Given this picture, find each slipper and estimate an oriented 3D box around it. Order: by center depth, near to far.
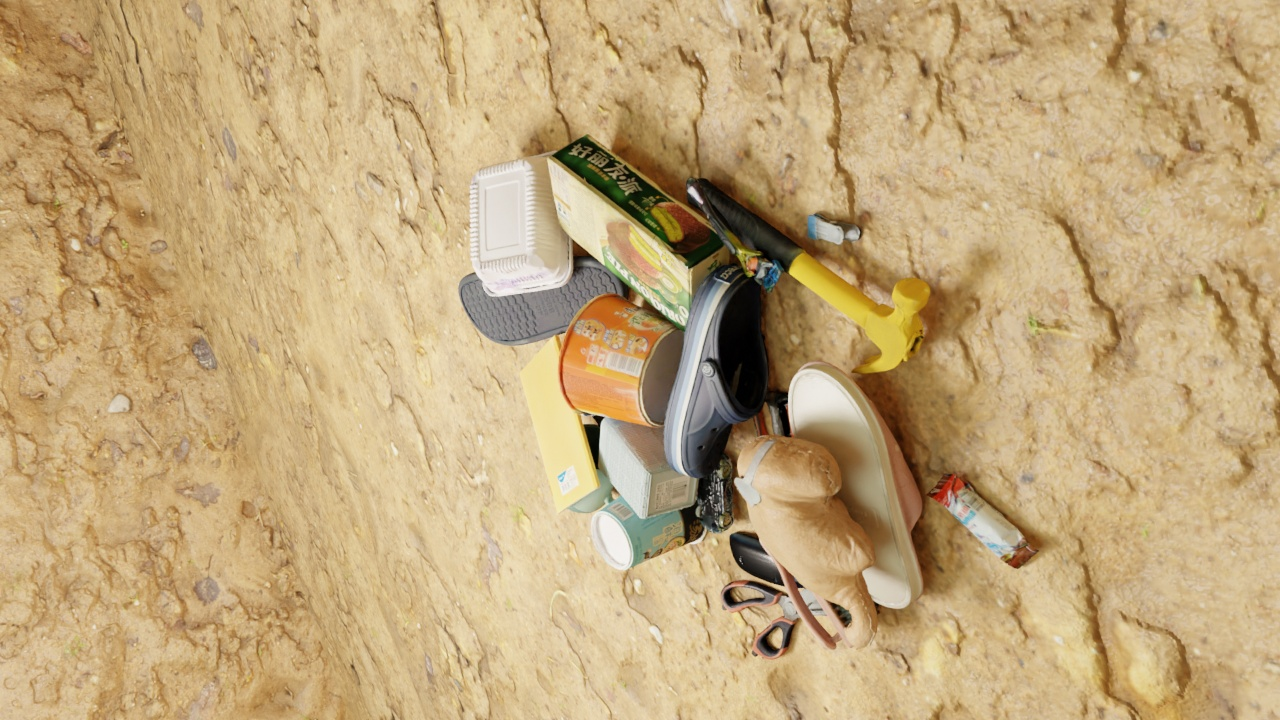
[{"bbox_3d":[0.223,0.122,0.914,0.114,0.054,0.274,-4,112,53],"label":"slipper"},{"bbox_3d":[0.095,0.019,0.982,0.095,0.104,0.253,29,126,32],"label":"slipper"},{"bbox_3d":[-0.119,-0.087,1.210,0.269,0.083,0.111,-6,111,33],"label":"slipper"}]

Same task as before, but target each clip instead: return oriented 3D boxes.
[{"bbox_3d":[0.182,-0.125,0.873,0.057,0.028,0.024,25,124,52],"label":"clip"}]

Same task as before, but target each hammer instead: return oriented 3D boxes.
[{"bbox_3d":[0.152,-0.095,0.892,0.301,0.032,0.129,43,152,33],"label":"hammer"}]

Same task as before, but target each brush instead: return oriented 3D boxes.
[{"bbox_3d":[0.190,0.237,0.989,0.073,0.063,0.145,-38,81,22],"label":"brush"}]

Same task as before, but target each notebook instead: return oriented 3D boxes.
[{"bbox_3d":[-0.110,0.087,1.211,0.146,0.010,0.206,-41,62,56],"label":"notebook"}]

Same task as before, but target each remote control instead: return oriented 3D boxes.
[{"bbox_3d":[0.145,0.237,1.081,0.137,0.024,0.053,5,115,56],"label":"remote control"}]

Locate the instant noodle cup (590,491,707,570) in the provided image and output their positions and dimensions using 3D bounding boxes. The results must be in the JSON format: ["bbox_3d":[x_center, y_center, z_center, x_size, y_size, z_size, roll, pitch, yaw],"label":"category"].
[{"bbox_3d":[0.005,0.207,1.164,0.111,0.120,0.111,26,127,41],"label":"instant noodle cup"}]

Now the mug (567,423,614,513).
[{"bbox_3d":[-0.062,0.159,1.258,0.112,0.082,0.107,32,132,14],"label":"mug"}]

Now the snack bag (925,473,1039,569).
[{"bbox_3d":[0.313,0.147,0.844,0.104,0.026,0.048,47,150,24],"label":"snack bag"}]

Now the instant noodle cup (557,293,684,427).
[{"bbox_3d":[-0.006,0.006,1.064,0.111,0.151,0.151,17,121,35],"label":"instant noodle cup"}]

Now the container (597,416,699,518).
[{"bbox_3d":[0.012,0.124,1.115,0.111,0.089,0.090,49,142,48],"label":"container"}]

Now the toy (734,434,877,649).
[{"bbox_3d":[0.169,0.173,0.902,0.226,0.082,0.143,64,160,-14],"label":"toy"}]

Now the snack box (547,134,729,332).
[{"bbox_3d":[-0.004,-0.142,1.018,0.240,0.063,0.115,41,156,30],"label":"snack box"}]

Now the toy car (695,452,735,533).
[{"bbox_3d":[0.092,0.157,1.108,0.049,0.031,0.106,17,114,49],"label":"toy car"}]

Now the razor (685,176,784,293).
[{"bbox_3d":[0.087,-0.128,0.911,0.142,0.022,0.043,53,155,14],"label":"razor"}]

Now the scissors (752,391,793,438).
[{"bbox_3d":[0.179,0.143,1.005,0.125,0.021,0.235,-25,88,52],"label":"scissors"}]

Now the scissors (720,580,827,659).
[{"bbox_3d":[0.175,0.305,1.100,0.197,0.015,0.214,29,128,38],"label":"scissors"}]

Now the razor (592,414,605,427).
[{"bbox_3d":[-0.046,0.058,1.214,0.167,0.062,0.068,47,107,16],"label":"razor"}]

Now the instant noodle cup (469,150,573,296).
[{"bbox_3d":[-0.155,-0.173,1.138,0.138,0.060,0.173,-6,83,29],"label":"instant noodle cup"}]
